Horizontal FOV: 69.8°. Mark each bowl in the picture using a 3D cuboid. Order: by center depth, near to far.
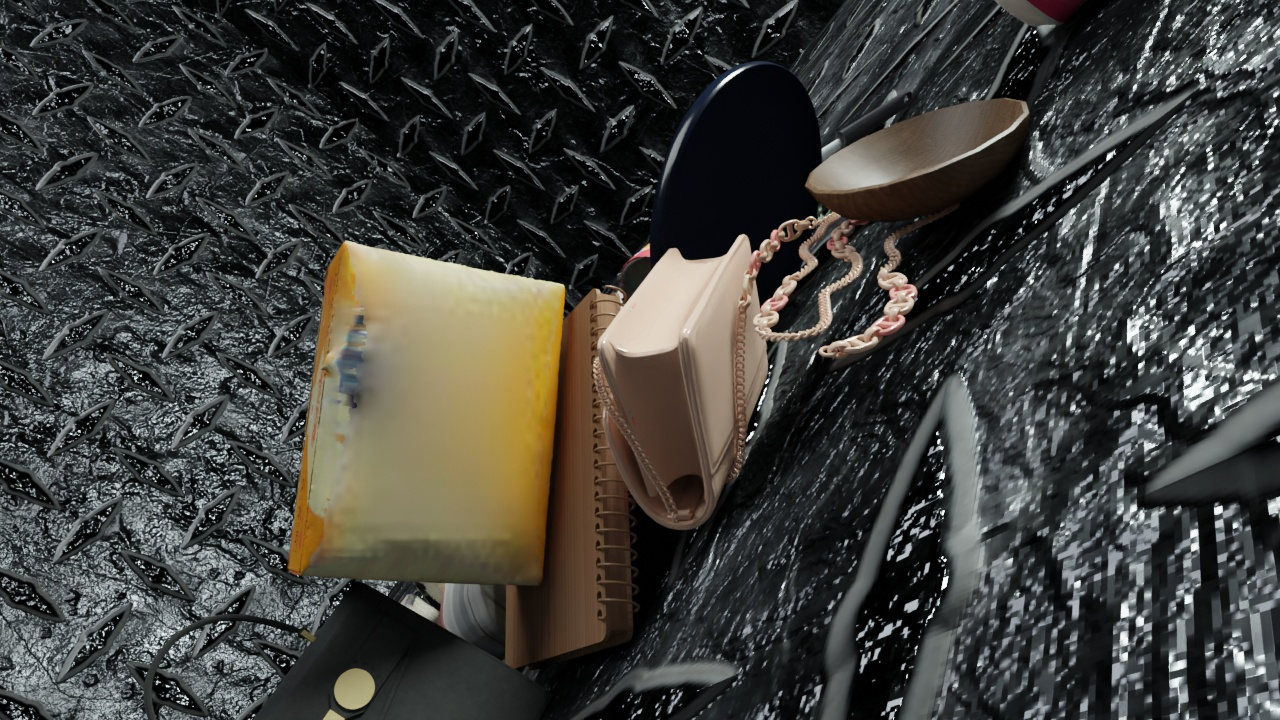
[{"bbox_3d":[0.149,-0.102,0.490,0.118,0.030,0.117,-22,21,9],"label":"bowl"}]

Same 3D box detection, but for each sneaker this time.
[{"bbox_3d":[-0.118,0.164,0.759,0.090,0.099,0.235,-35,14,17],"label":"sneaker"}]

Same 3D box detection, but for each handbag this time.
[{"bbox_3d":[0.080,0.007,0.491,0.187,0.117,0.198,-8,23,23],"label":"handbag"},{"bbox_3d":[-0.184,0.215,0.520,0.175,0.196,0.072,-56,8,-29],"label":"handbag"}]

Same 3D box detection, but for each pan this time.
[{"bbox_3d":[0.118,-0.143,0.687,0.355,0.021,0.199,-38,-46,-37],"label":"pan"}]

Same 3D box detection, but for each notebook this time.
[{"bbox_3d":[-0.049,0.078,0.583,0.170,0.022,0.210,-40,47,54],"label":"notebook"}]

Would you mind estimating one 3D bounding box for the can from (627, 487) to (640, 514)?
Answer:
[{"bbox_3d":[-0.015,0.062,0.642,0.144,0.083,0.082,-44,11,51],"label":"can"}]

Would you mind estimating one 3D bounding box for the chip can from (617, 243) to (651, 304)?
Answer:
[{"bbox_3d":[0.062,-0.118,0.925,0.073,0.073,0.232,-46,-1,42],"label":"chip can"}]

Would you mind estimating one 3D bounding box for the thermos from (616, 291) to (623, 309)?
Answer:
[{"bbox_3d":[-0.012,-0.025,1.050,0.220,0.099,0.099,-56,7,1],"label":"thermos"}]

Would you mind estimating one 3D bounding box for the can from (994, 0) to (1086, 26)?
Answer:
[{"bbox_3d":[0.259,-0.273,0.504,0.166,0.088,0.088,-47,9,38],"label":"can"}]

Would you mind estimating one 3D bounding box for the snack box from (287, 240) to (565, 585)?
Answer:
[{"bbox_3d":[-0.128,0.037,0.566,0.081,0.145,0.195,-19,65,62],"label":"snack box"}]

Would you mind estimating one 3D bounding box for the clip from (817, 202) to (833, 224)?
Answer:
[{"bbox_3d":[0.151,-0.137,0.784,0.023,0.047,0.076,-52,11,21],"label":"clip"}]

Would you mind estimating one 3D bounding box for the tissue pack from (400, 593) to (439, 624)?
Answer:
[{"bbox_3d":[-0.213,0.283,0.763,0.181,0.104,0.071,-53,5,9],"label":"tissue pack"}]

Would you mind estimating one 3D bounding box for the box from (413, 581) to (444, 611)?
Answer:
[{"bbox_3d":[-0.191,0.138,0.836,0.101,0.194,0.143,-29,7,38],"label":"box"}]
